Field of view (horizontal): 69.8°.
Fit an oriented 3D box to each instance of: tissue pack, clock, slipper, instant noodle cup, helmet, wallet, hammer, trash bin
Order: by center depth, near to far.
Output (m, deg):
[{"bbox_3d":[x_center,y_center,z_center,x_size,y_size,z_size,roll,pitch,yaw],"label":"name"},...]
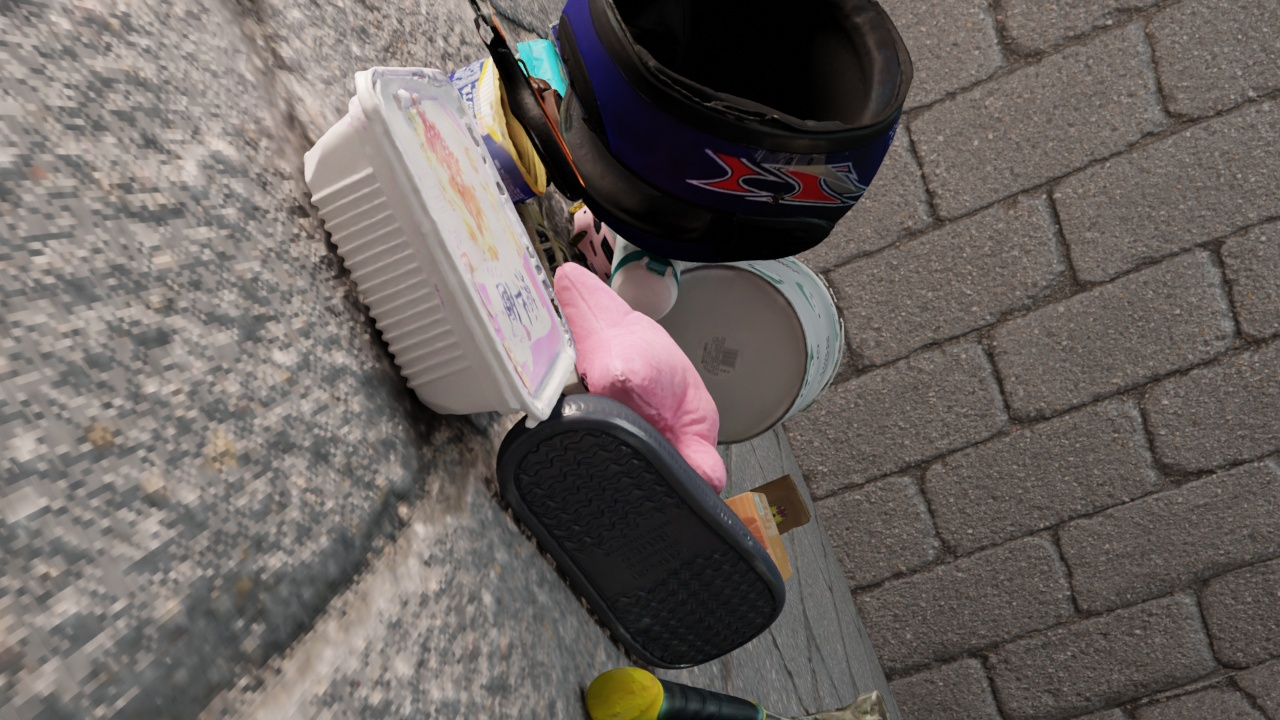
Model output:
[{"bbox_3d":[-0.099,-0.053,0.458,0.137,0.060,0.173,-75,144,-73],"label":"instant noodle cup"},{"bbox_3d":[0.006,0.097,0.563,0.268,0.111,0.083,55,13,-39],"label":"slipper"},{"bbox_3d":[0.062,0.238,0.610,0.323,0.126,0.031,37,33,-52],"label":"hammer"},{"bbox_3d":[0.052,-0.197,0.758,0.314,0.241,0.247,-10,70,-34],"label":"helmet"},{"bbox_3d":[-0.091,-0.212,0.826,0.082,0.055,0.122,-71,141,-72],"label":"clock"},{"bbox_3d":[0.118,0.167,0.962,0.090,0.115,0.033,57,9,-48],"label":"wallet"},{"bbox_3d":[-0.088,-0.266,0.972,0.133,0.050,0.093,47,26,-63],"label":"tissue pack"},{"bbox_3d":[0.104,-0.018,1.022,0.229,0.230,0.251,68,16,0],"label":"trash bin"}]

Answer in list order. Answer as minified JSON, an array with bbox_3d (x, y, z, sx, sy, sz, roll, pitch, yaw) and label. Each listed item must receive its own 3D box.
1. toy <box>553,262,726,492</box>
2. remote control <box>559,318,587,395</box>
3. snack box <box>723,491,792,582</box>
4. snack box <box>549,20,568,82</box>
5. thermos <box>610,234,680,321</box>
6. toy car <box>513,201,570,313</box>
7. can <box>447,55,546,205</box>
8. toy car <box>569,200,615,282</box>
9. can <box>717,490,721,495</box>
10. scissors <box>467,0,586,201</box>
[{"bbox_3d":[-0.003,0.013,0.636,0.194,0.074,0.178,55,1,13],"label":"toy"},{"bbox_3d":[-0.037,0.017,0.736,0.150,0.021,0.058,48,23,-64],"label":"remote control"},{"bbox_3d":[0.068,0.162,0.770,0.092,0.094,0.077,31,39,-73],"label":"snack box"},{"bbox_3d":[0.022,-0.284,0.931,0.045,0.178,0.182,-7,79,-81],"label":"snack box"},{"bbox_3d":[0.006,-0.109,0.902,0.223,0.073,0.073,-85,152,-59],"label":"thermos"},{"bbox_3d":[-0.076,-0.082,0.703,0.042,0.035,0.090,36,32,-73],"label":"toy car"},{"bbox_3d":[-0.108,-0.168,0.673,0.074,0.049,0.148,57,15,-46],"label":"can"},{"bbox_3d":[-0.046,-0.124,0.938,0.122,0.037,0.056,-98,165,-56],"label":"toy car"},{"bbox_3d":[0.023,0.097,0.756,0.132,0.053,0.053,25,44,-65],"label":"can"},{"bbox_3d":[-0.100,-0.213,0.625,0.235,0.022,0.142,61,5,-17],"label":"scissors"}]
